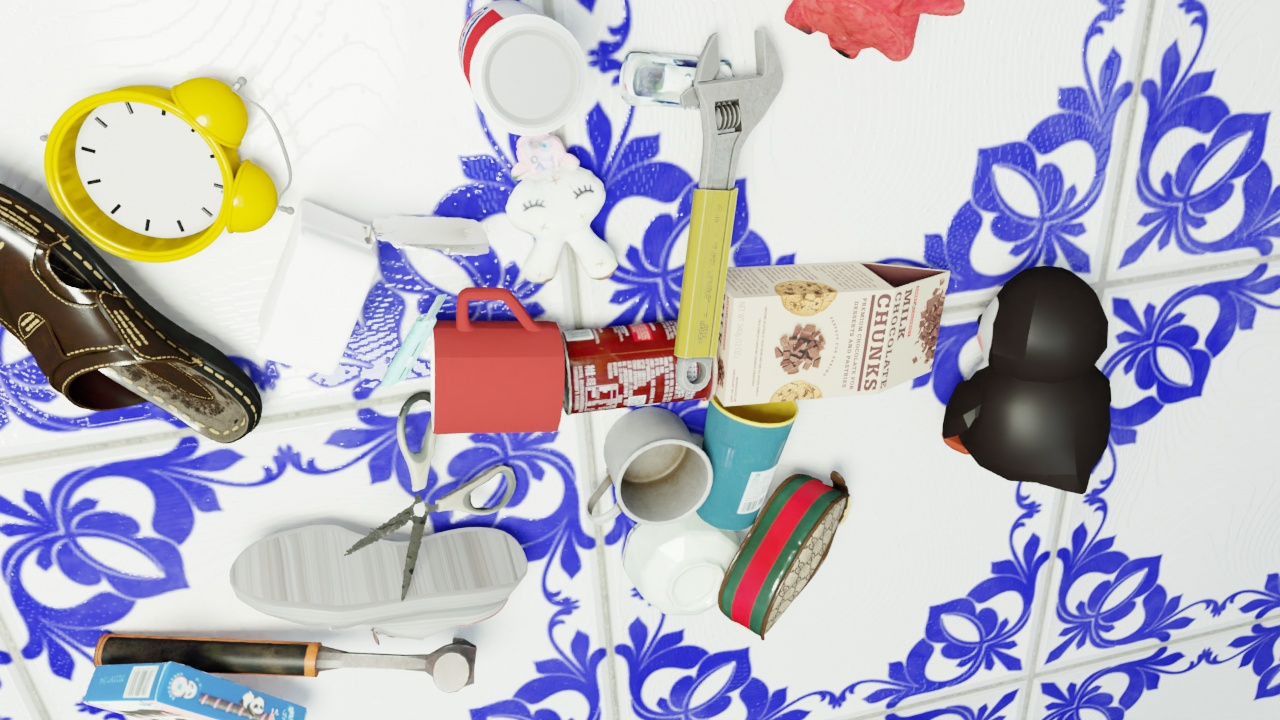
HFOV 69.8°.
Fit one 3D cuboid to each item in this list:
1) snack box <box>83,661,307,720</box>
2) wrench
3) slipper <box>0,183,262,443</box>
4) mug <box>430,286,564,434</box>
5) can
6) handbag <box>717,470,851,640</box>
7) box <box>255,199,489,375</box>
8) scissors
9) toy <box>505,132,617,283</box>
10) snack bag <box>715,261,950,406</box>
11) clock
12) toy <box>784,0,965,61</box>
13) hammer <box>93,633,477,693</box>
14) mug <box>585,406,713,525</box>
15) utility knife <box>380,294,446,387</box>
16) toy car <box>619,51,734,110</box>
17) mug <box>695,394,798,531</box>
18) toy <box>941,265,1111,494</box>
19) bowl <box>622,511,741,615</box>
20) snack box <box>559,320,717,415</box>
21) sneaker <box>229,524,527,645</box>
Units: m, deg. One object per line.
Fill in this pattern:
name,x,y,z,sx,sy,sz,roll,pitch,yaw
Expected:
snack box,-0.365,0.287,0.764,0.088,0.033,0.154,-10,144,25
wrench,0.058,-0.110,0.690,0.083,0.018,0.273,1,101,-28
slipper,-0.377,-0.018,0.618,0.113,0.075,0.268,-21,128,29
mug,-0.111,-0.002,0.710,0.096,0.080,0.117,0,119,-15
can,-0.080,-0.193,0.597,0.070,0.132,0.070,-6,116,-12
handbag,0.142,0.180,0.857,0.166,0.063,0.138,-59,152,-6
box,-0.183,-0.065,0.652,0.132,0.107,0.152,20,104,-28
scissors,-0.169,0.104,0.743,0.170,0.013,0.157,-12,92,-45
toy,-0.064,-0.113,0.695,0.079,0.038,0.123,-15,115,0
snack bag,0.161,-0.027,0.777,0.206,0.070,0.094,-4,116,-13
clock,-0.314,-0.129,0.615,0.152,0.052,0.114,-13,118,-3
toy,0.168,-0.266,0.636,0.088,0.133,0.094,20,99,-33
hammer,-0.298,0.254,0.790,0.314,0.138,0.035,3,78,-3
mug,0.000,0.097,0.793,0.113,0.070,0.084,-28,119,-1
utility knife,-0.169,-0.017,0.685,0.022,0.015,0.142,-26,168,-38
toy car,0.029,-0.206,0.680,0.089,0.027,0.039,0,113,-15
mug,0.088,0.086,0.812,0.078,0.078,0.121,2,119,-16
toy,0.354,0.012,0.805,0.159,0.140,0.184,-9,116,-10
bowl,0.046,0.193,0.858,0.117,0.061,0.117,-5,116,-11
snack box,-0.004,0.004,0.748,0.121,0.072,0.072,-6,116,-11
sneaker,-0.217,0.197,0.770,0.235,0.099,0.090,4,127,-23
